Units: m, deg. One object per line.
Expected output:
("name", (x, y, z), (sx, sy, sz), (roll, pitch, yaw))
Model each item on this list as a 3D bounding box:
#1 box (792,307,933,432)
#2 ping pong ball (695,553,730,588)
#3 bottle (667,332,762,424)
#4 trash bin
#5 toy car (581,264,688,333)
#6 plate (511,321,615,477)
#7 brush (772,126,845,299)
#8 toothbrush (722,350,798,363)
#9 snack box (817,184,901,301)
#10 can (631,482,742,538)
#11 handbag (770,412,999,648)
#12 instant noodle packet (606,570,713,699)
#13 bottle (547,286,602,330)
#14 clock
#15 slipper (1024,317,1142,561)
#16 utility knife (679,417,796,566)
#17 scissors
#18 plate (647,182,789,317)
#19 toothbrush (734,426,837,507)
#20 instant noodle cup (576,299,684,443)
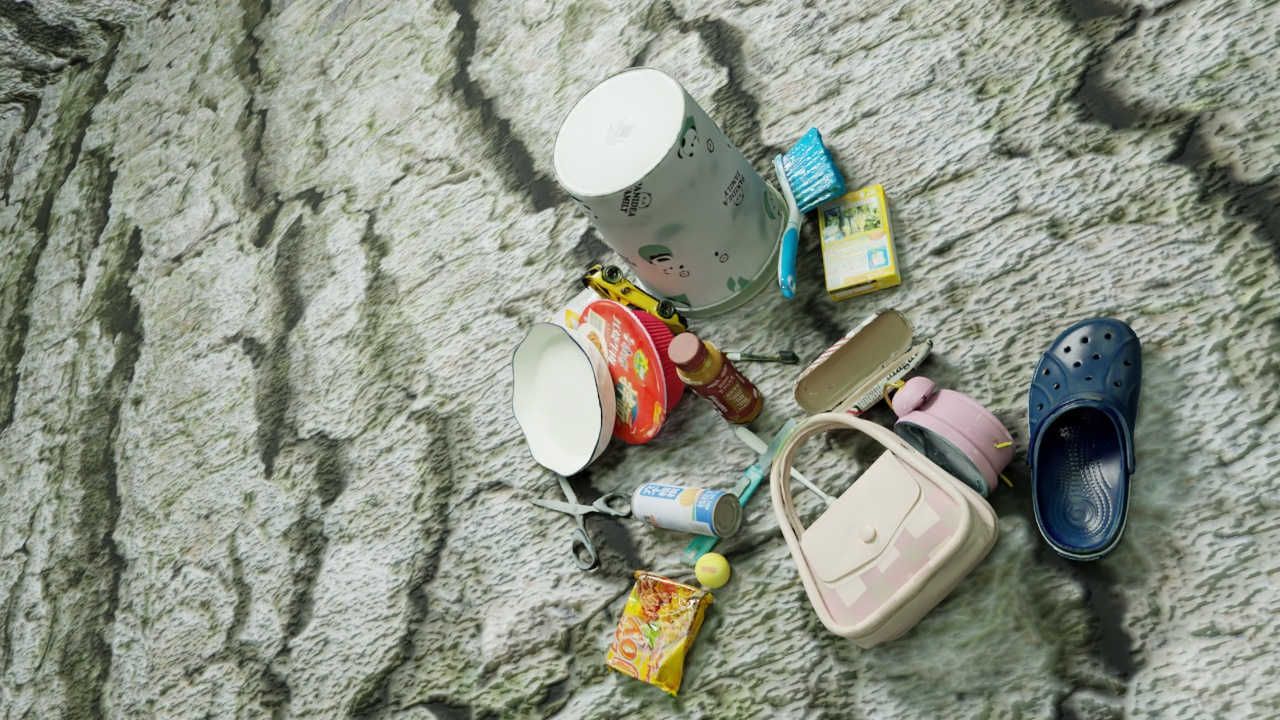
("box", (0.259, 0.017, 1.055), (0.162, 0.076, 0.087), (-39, 25, 6))
("ping pong ball", (0.084, 0.244, 1.066), (0.040, 0.040, 0.040), (-14, 59, 25))
("bottle", (0.088, 0.021, 1.093), (0.058, 0.175, 0.057), (-14, 59, 25))
("trash bin", (0.030, -0.220, 1.170), (0.230, 0.252, 0.229), (-14, 60, 26))
("toy car", (-0.006, -0.078, 1.229), (0.156, 0.071, 0.041), (32, 79, -1))
("plate", (-0.102, 0.050, 1.220), (0.205, 0.045, 0.205), (14, 108, 48))
("brush", (0.208, -0.190, 1.152), (0.110, 0.060, 0.313), (-28, 34, 19))
("toothbrush", (0.116, -0.008, 1.192), (0.186, 0.017, 0.012), (2, 55, 33))
("snack box", (0.275, -0.149, 1.160), (0.087, 0.033, 0.140), (-15, 60, 25))
("can", (0.053, 0.178, 1.097), (0.135, 0.053, 0.053), (0, 65, 45))
("handbag", (0.231, 0.157, 0.962), (0.194, 0.093, 0.234), (-49, 53, 16))
("instant noodle packet", (0.017, 0.316, 1.069), (0.111, 0.044, 0.128), (10, 72, 39))
("bottle", (-0.102, -0.039, 1.310), (0.190, 0.068, 0.068), (-38, 52, 9))
("clock", (0.317, 0.075, 0.966), (0.059, 0.117, 0.158), (-46, 53, -11))
("slipper", (0.435, 0.069, 0.911), (0.105, 0.095, 0.252), (3, 71, 30))
("utility knife", (0.118, 0.159, 1.098), (0.222, 0.013, 0.029), (-54, 48, 2))
("scissors", (-0.080, 0.197, 1.209), (0.160, 0.014, 0.180), (-26, 54, 18))
("plate", (0.098, -0.167, 1.280), (0.231, 0.027, 0.229), (-15, 59, 26))
("toothbrush", (0.173, 0.127, 1.088), (0.180, 0.016, 0.016), (38, 91, 39))
("instant noodle cup", (-0.007, 0.007, 1.185), (0.065, 0.194, 0.194), (-20, 41, -34))
